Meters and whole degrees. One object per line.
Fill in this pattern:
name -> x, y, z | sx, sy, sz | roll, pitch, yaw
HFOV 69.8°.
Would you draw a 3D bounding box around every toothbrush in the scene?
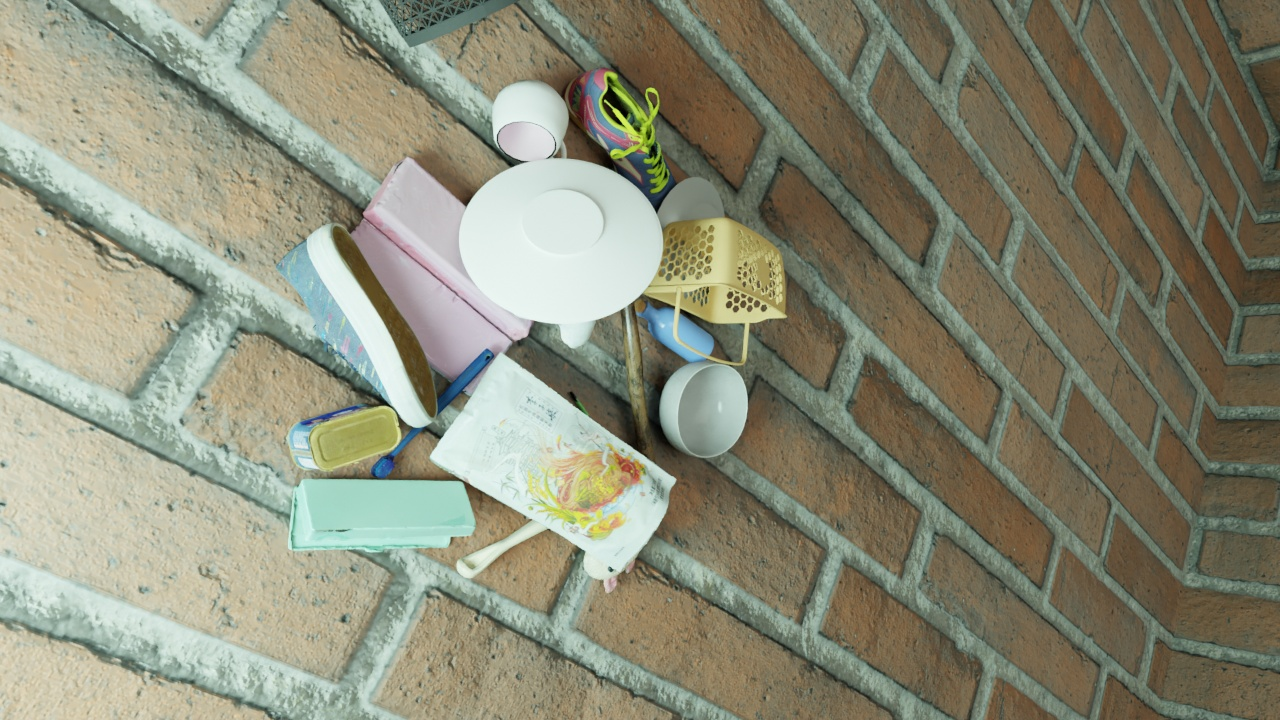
toothbrush -> -0.043, 0.114, 1.198 | 0.017, 0.014, 0.188 | -44, 115, -23
toothbrush -> -0.229, 0.059, 1.026 | 0.189, 0.017, 0.016 | -49, 124, -19

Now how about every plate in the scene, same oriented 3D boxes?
plate -> -0.087, -0.146, 1.024 | 0.229, 0.030, 0.229 | 2, 61, -5
plate -> 0.074, -0.163, 1.260 | 0.172, 0.019, 0.173 | -24, 122, -46

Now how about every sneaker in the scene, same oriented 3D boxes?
sneaker -> -0.003, -0.268, 1.191 | 0.242, 0.091, 0.116 | 50, 57, -27
sneaker -> -0.295, -0.027, 0.966 | 0.079, 0.087, 0.235 | -23, 112, 7

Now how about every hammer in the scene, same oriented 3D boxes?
hammer -> -0.007, 0.007, 1.176 | 0.033, 0.120, 0.330 | -9, 106, -5

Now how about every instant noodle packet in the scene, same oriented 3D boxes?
instant noodle packet -> -0.093, 0.125, 1.075 | 0.269, 0.057, 0.146 | 35, 76, -16

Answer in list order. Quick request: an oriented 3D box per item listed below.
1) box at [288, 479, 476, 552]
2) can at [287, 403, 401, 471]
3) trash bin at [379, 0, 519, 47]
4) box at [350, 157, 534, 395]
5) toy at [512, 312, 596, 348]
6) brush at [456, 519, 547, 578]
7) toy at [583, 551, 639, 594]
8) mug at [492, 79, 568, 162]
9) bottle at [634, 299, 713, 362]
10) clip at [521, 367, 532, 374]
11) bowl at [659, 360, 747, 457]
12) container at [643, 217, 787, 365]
box -> -0.283, 0.173, 0.993 | 0.188, 0.079, 0.077 | 6, 44, -39
can -> -0.307, 0.080, 0.954 | 0.099, 0.059, 0.054 | -18, 100, -37
trash bin -> -0.225, -0.477, 0.952 | 0.216, 0.217, 0.243 | -41, 120, -32
box -> -0.220, -0.092, 1.036 | 0.233, 0.055, 0.179 | 41, 66, -31
toy -> -0.095, -0.129, 1.086 | 0.137, 0.086, 0.208 | 30, 46, -39
brush -> -0.104, 0.191, 1.121 | 0.271, 0.062, 0.077 | -25, 127, -33
toy -> -0.038, 0.243, 1.179 | 0.087, 0.050, 0.112 | -27, 110, -37
mug -> -0.123, -0.279, 1.100 | 0.124, 0.090, 0.076 | 43, 43, -49
bottle -> 0.041, -0.044, 1.248 | 0.131, 0.048, 0.048 | 33, 69, -34
clip -> -0.145, 0.039, 1.112 | 0.035, 0.022, 0.057 | 34, 66, -30
bowl -> 0.079, 0.064, 1.261 | 0.131, 0.064, 0.132 | -7, 102, -37
container -> 0.105, -0.084, 1.202 | 0.183, 0.129, 0.167 | 19, 76, -54
